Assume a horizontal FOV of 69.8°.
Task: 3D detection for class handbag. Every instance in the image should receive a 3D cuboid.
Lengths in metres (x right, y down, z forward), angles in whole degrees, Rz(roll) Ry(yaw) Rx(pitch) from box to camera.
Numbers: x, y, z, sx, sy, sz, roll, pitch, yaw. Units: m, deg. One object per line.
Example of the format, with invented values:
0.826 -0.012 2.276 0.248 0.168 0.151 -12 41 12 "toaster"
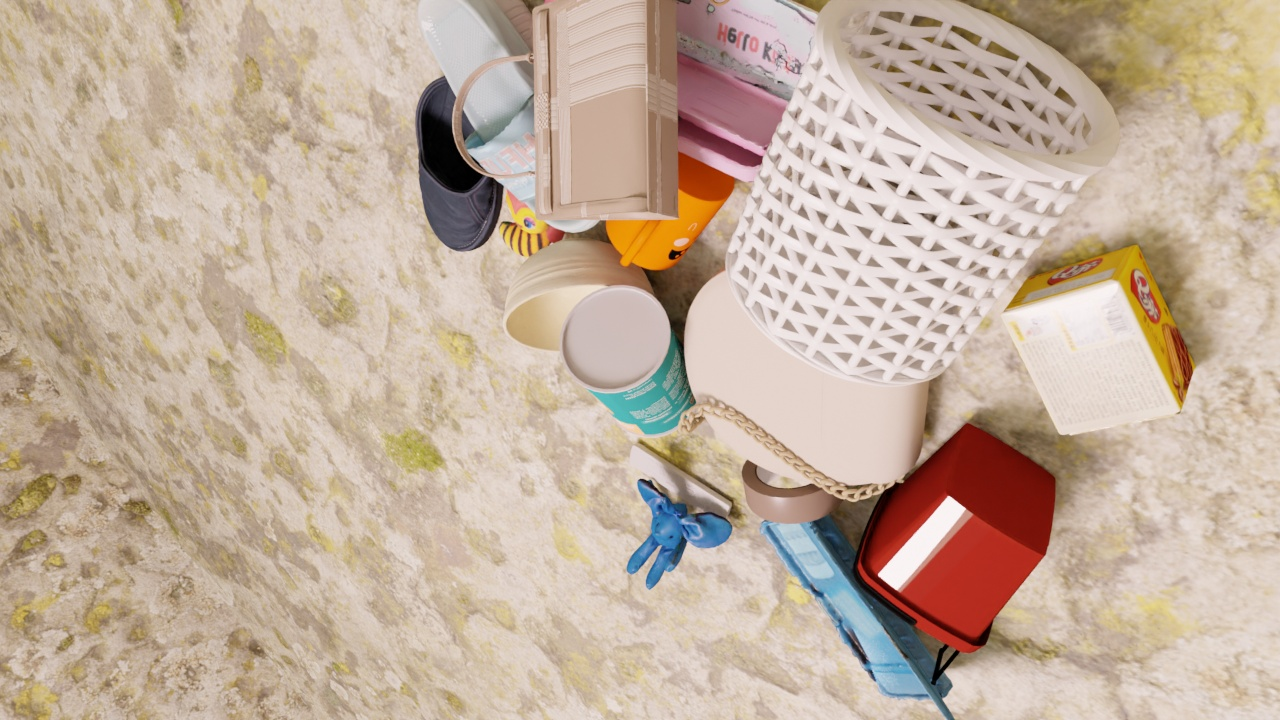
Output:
0.137 0.007 0.782 0.209 0.103 0.211 16 128 30 "handbag"
-0.069 -0.195 0.718 0.198 0.062 0.175 1 93 29 "handbag"

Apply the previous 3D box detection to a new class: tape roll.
0.143 0.112 0.858 0.094 0.093 0.030 9 124 37 "tape roll"

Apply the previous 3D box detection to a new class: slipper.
-0.121 -0.214 0.807 0.104 0.074 0.245 -18 111 47 "slipper"
-0.192 -0.206 0.929 0.109 0.083 0.266 40 139 8 "slipper"

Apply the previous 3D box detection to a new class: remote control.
0.044 0.135 1.020 0.131 0.012 0.033 31 137 20 "remote control"

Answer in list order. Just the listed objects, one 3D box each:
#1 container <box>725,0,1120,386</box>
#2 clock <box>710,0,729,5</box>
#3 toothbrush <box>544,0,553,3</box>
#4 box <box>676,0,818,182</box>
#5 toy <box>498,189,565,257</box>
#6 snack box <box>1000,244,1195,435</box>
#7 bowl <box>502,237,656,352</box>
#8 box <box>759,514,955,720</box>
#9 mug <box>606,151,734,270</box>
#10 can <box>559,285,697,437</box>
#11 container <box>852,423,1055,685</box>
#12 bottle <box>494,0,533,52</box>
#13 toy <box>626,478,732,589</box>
0.171 -0.111 0.604 0.189 0.188 0.187 36 137 15 "container"
0.042 -0.327 0.644 0.104 0.056 0.148 3 123 35 "clock"
-0.057 -0.331 0.772 0.021 0.016 0.135 46 138 5 "toothbrush"
0.035 -0.239 0.715 0.201 0.111 0.101 31 160 21 "box"
-0.111 -0.149 0.929 0.084 0.046 0.104 33 139 9 "toy"
0.320 -0.012 0.641 0.084 0.061 0.106 -20 105 46 "snack box"
-0.060 -0.070 0.890 0.151 0.150 0.075 -34 55 48 "bowl"
0.221 0.240 0.884 0.231 0.060 0.175 54 169 -2 "box"
0.017 -0.126 0.783 0.077 0.112 0.096 37 138 -3 "mug"
-0.005 0.005 0.856 0.099 0.099 0.144 28 169 23 "can"
0.248 0.170 0.769 0.127 0.147 0.201 33 127 9 "container"
-0.120 -0.305 0.824 0.044 0.044 0.136 -29 98 48 "bottle"
0.034 0.194 1.025 0.113 0.070 0.177 33 141 12 "toy"
